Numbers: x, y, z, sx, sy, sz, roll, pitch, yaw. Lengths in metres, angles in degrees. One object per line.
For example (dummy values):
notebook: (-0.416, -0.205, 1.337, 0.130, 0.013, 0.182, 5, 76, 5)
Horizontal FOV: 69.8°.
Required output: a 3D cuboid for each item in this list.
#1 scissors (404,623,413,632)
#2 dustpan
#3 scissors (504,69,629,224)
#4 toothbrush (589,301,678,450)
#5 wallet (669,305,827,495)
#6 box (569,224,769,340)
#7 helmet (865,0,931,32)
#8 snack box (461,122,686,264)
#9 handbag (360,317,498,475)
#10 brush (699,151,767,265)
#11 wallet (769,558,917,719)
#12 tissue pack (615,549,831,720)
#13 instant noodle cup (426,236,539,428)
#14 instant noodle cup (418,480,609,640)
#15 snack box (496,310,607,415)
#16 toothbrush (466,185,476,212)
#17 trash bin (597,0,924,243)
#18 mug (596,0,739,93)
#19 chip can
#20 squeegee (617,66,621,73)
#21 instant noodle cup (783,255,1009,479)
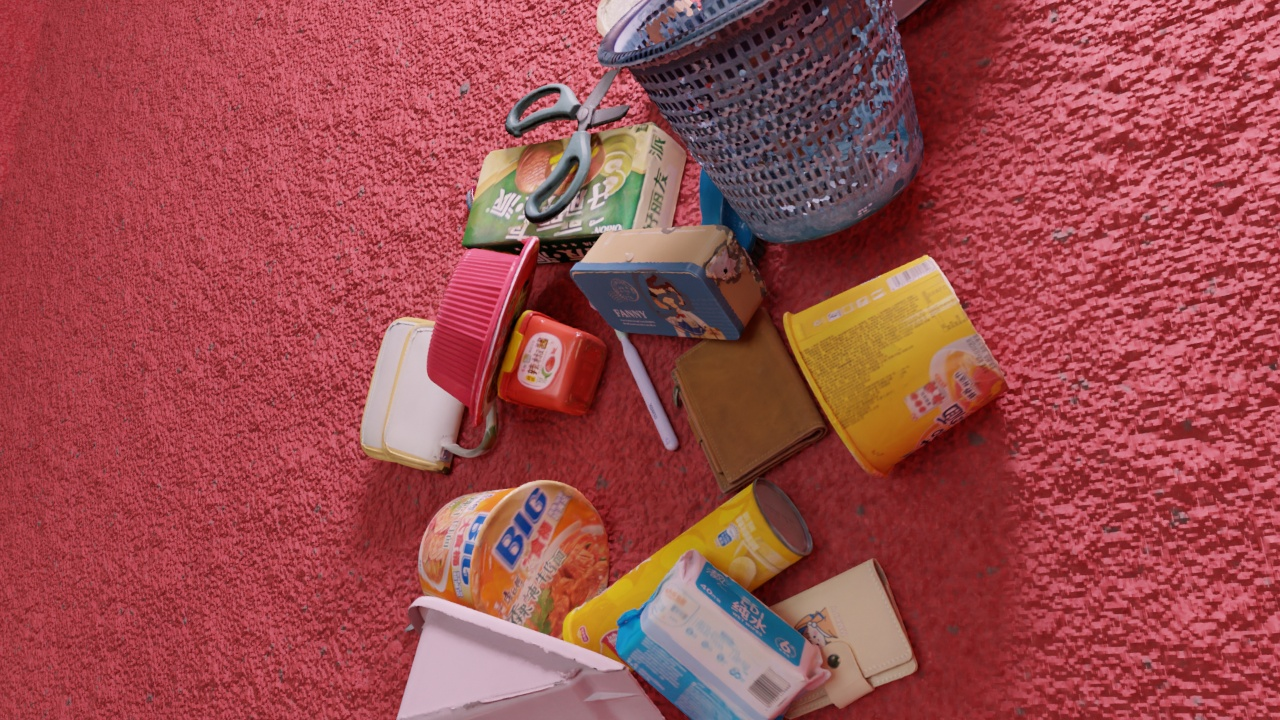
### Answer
scissors: (-0.189, 0.232, 0.937, 0.166, 0.012, 0.156, -14, 69, 36)
dustpan: (-0.070, 0.259, 0.721, 0.274, 0.223, 0.138, -14, 35, 19)
scissors: (-0.089, -0.225, 0.922, 0.180, 0.019, 0.170, 35, 97, 42)
toothbrush: (-0.005, 0.005, 0.859, 0.029, 0.021, 0.189, -41, 56, 24)
wallet: (0.080, 0.035, 0.772, 0.119, 0.035, 0.130, -38, 54, 23)
box: (0.018, -0.069, 0.803, 0.185, 0.090, 0.059, 2, 50, 49)
helmet: (0.173, -0.418, 0.768, 0.230, 0.156, 0.273, -39, 55, 22)
snack box: (-0.072, -0.163, 0.939, 0.241, 0.063, 0.114, 2, 73, 39)
handbag: (-0.221, 0.039, 0.999, 0.179, 0.063, 0.163, 8, 82, 36)
brush: (0.079, -0.147, 0.808, 0.055, 0.073, 0.143, -1, 74, 32)
wallet: (0.140, 0.209, 0.675, 0.115, 0.024, 0.087, -33, 59, 25)
tissue pack: (0.057, 0.210, 0.664, 0.140, 0.063, 0.090, 38, 111, 7)
instant noodle cup: (-0.156, -0.035, 0.886, 0.066, 0.194, 0.193, 17, 84, -3)
instant noodle cup: (-0.118, 0.181, 0.817, 0.112, 0.151, 0.151, -5, 72, 46)
snack box: (-0.082, 0.006, 0.888, 0.080, 0.082, 0.091, 15, 86, 27)
toothbrush: (-0.183, -0.122, 1.047, 0.017, 0.016, 0.187, -32, 58, 36)
trash bin: (0.110, -0.207, 0.696, 0.227, 0.195, 0.226, -25, 30, 15)
mug: (0.034, -0.329, 0.884, 0.125, 0.103, 0.084, -32, 58, 27)
chip can: (0.035, 0.181, 0.737, 0.214, 0.072, 0.072, -39, 55, 21)
squeegee: (0.048, -0.467, 0.962, 0.250, 0.040, 0.247, -23, 62, 30)
instant noodle cup: (0.182, -0.001, 0.646, 0.110, 0.138, 0.138, -31, 58, 16)
